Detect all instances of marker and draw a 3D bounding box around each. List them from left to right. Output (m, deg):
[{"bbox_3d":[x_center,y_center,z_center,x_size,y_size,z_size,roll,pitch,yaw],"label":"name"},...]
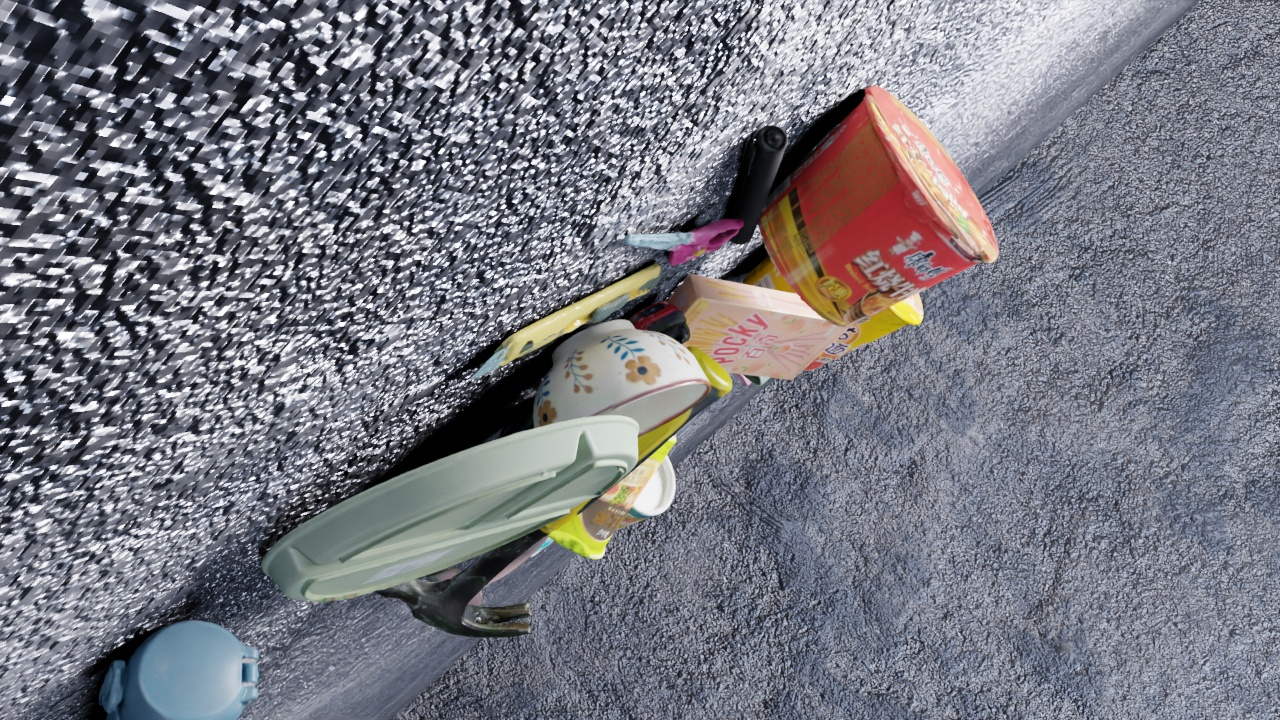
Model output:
[{"bbox_3d":[0.067,-0.102,0.556,0.022,0.020,0.132,-25,168,-7],"label":"marker"}]

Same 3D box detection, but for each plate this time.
[{"bbox_3d":[-0.103,0.092,0.544,0.230,0.027,0.230,-22,165,-6],"label":"plate"}]

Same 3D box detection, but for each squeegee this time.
[{"bbox_3d":[-0.101,0.160,0.947,0.249,0.040,0.248,-47,167,-18],"label":"squeegee"}]

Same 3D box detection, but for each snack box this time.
[{"bbox_3d":[0.084,-0.023,0.731,0.157,0.026,0.085,6,142,-32],"label":"snack box"}]

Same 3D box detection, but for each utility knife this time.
[{"bbox_3d":[-0.036,-0.027,0.522,0.165,0.018,0.031,-26,157,-44],"label":"utility knife"}]

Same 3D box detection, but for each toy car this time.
[{"bbox_3d":[-0.004,0.004,0.678,0.052,0.045,0.121,-27,153,-38],"label":"toy car"}]

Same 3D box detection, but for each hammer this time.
[{"bbox_3d":[-0.058,0.108,0.687,0.324,0.126,0.031,-42,-154,21],"label":"hammer"}]

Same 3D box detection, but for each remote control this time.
[{"bbox_3d":[-0.070,0.043,0.659,0.053,0.024,0.136,-44,172,9],"label":"remote control"}]

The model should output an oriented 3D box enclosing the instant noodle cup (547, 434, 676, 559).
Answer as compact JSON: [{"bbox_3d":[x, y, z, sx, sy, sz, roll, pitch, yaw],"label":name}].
[{"bbox_3d":[-0.037,0.085,0.776,0.123,0.111,0.111,-50,170,7],"label":"instant noodle cup"}]

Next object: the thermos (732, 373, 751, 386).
[{"bbox_3d":[0.181,-0.054,1.067,0.198,0.067,0.087,-39,-153,-2],"label":"thermos"}]

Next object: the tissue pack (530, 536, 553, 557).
[{"bbox_3d":[-0.122,0.194,1.084,0.093,0.050,0.133,-43,170,18],"label":"tissue pack"}]

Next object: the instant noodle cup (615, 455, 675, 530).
[{"bbox_3d":[-0.028,0.121,0.880,0.110,0.099,0.099,-22,-173,46],"label":"instant noodle cup"}]

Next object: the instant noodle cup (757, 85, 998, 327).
[{"bbox_3d":[0.153,-0.096,0.616,0.109,0.138,0.137,-36,175,32],"label":"instant noodle cup"}]

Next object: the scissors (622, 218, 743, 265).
[{"bbox_3d":[0.021,-0.070,0.533,0.056,0.017,0.133,-29,172,25],"label":"scissors"}]

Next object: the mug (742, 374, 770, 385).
[{"bbox_3d":[0.131,-0.041,0.949,0.106,0.082,0.112,-41,-159,-7],"label":"mug"}]

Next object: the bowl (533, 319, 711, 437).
[{"bbox_3d":[-0.019,0.014,0.576,0.113,0.062,0.113,-23,164,-7],"label":"bowl"}]

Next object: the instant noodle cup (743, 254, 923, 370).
[{"bbox_3d":[0.168,-0.063,0.823,0.110,0.138,0.137,-37,174,30],"label":"instant noodle cup"}]

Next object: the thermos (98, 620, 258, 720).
[{"bbox_3d":[-0.271,0.210,0.518,0.070,0.070,0.221,-31,166,-46],"label":"thermos"}]
